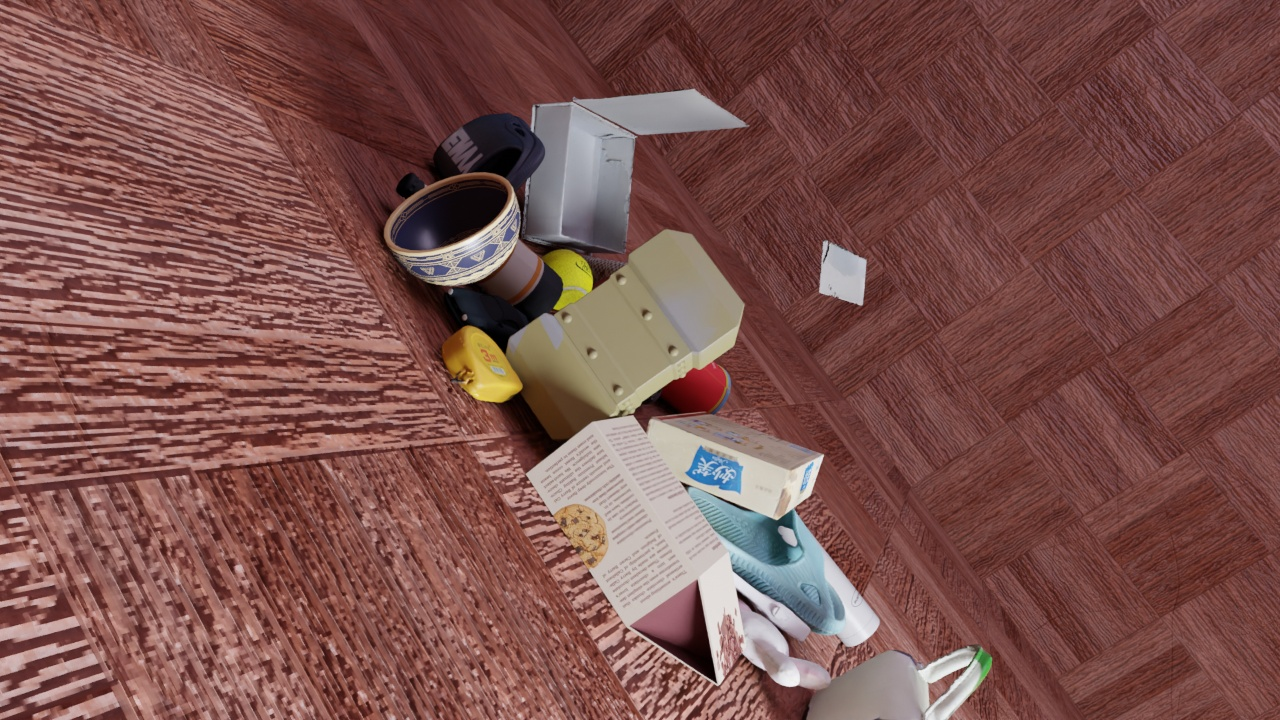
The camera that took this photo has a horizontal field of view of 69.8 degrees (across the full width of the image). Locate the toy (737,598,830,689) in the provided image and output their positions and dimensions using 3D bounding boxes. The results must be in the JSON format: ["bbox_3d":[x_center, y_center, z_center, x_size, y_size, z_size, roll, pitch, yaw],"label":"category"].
[{"bbox_3d":[0.109,0.252,0.820,0.076,0.037,0.125,34,1,-42],"label":"toy"}]

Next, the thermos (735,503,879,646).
[{"bbox_3d":[0.198,0.240,1.102,0.224,0.052,0.052,52,14,-1],"label":"thermos"}]

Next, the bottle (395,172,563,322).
[{"bbox_3d":[-0.152,-0.108,0.857,0.181,0.059,0.059,41,18,-35],"label":"bottle"}]

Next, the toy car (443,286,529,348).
[{"bbox_3d":[-0.128,-0.036,0.806,0.046,0.034,0.112,58,16,24],"label":"toy car"}]

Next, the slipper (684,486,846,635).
[{"bbox_3d":[0.138,0.198,0.950,0.276,0.070,0.115,37,20,-28],"label":"slipper"}]

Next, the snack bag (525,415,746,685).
[{"bbox_3d":[0.012,0.149,0.716,0.206,0.070,0.094,55,15,11],"label":"snack bag"}]

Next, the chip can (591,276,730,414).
[{"bbox_3d":[0.019,-0.010,1.094,0.213,0.087,0.087,40,19,-42],"label":"chip can"}]

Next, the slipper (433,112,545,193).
[{"bbox_3d":[-0.171,-0.232,1.011,0.083,0.111,0.267,41,14,-25],"label":"slipper"}]

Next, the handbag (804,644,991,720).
[{"bbox_3d":[0.231,0.307,0.793,0.074,0.176,0.151,55,14,5],"label":"handbag"}]

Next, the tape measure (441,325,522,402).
[{"bbox_3d":[-0.129,0.003,0.716,0.059,0.030,0.068,56,13,16],"label":"tape measure"}]

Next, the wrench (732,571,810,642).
[{"bbox_3d":[0.058,0.179,0.839,0.273,0.018,0.066,41,-10,-20],"label":"wrench"}]

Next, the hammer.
[{"bbox_3d":[-0.005,0.005,0.894,0.100,0.190,0.325,54,-3,10],"label":"hammer"}]

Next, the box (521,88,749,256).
[{"bbox_3d":[0.031,-0.371,1.102,0.233,0.530,0.166,53,22,19],"label":"box"}]

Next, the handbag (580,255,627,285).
[{"bbox_3d":[0.010,-0.080,1.134,0.186,0.047,0.124,16,-18,43],"label":"handbag"}]

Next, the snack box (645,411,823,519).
[{"bbox_3d":[0.102,0.106,0.982,0.153,0.055,0.207,20,5,19],"label":"snack box"}]

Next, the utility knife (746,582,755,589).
[{"bbox_3d":[0.145,0.248,0.995,0.206,0.015,0.031,32,21,-53],"label":"utility knife"}]

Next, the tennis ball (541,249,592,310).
[{"bbox_3d":[-0.085,-0.087,1.002,0.065,0.065,0.065,47,15,-17],"label":"tennis ball"}]

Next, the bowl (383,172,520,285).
[{"bbox_3d":[-0.150,-0.101,0.772,0.112,0.112,0.061,-111,-179,-49],"label":"bowl"}]
